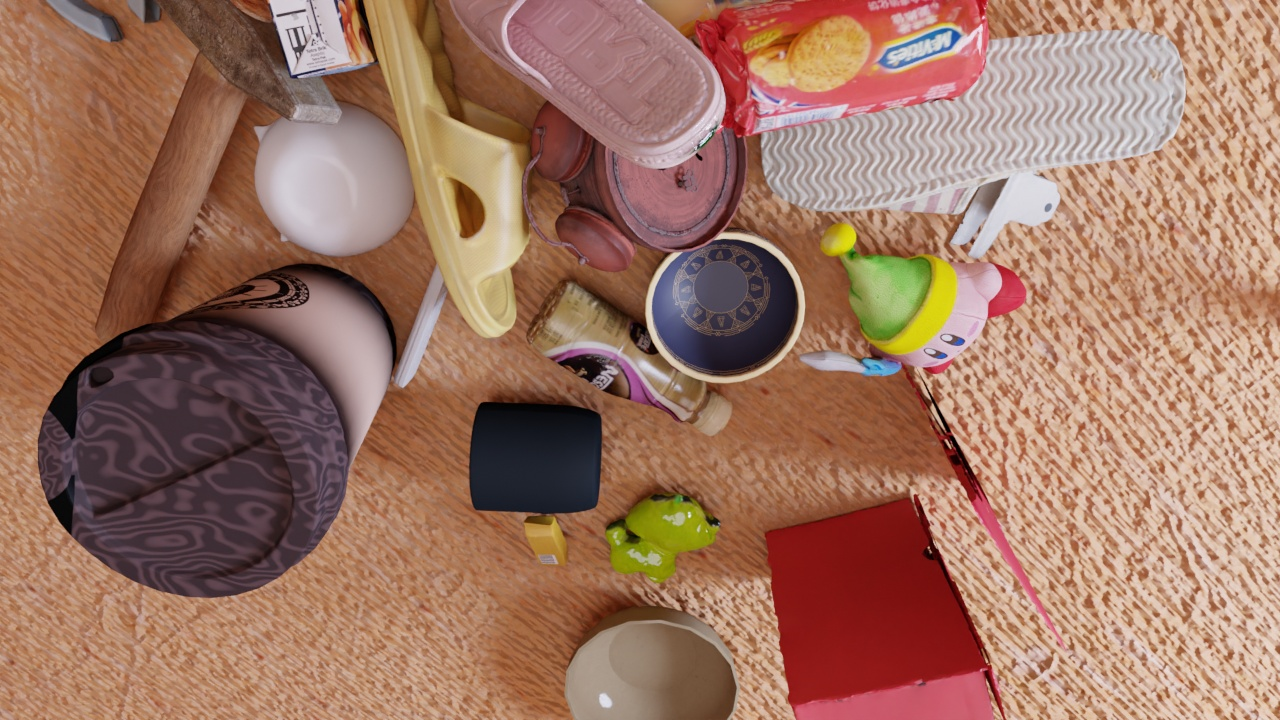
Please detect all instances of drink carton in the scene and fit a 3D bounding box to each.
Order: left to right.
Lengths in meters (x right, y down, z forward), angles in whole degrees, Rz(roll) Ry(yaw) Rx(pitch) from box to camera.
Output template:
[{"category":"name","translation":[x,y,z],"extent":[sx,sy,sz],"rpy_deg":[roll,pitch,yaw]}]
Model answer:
[{"category":"drink carton","translation":[-0.190,-0.215,0.576],"extent":[0.040,0.130,0.064],"rpy_deg":[-10,110,2]}]

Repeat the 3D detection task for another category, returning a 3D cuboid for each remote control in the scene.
[{"category":"remote control","translation":[-0.160,-0.040,0.699],"extent":[0.012,0.033,0.131],"rpy_deg":[25,111,-4]}]

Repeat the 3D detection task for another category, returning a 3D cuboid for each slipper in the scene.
[{"category":"slipper","translation":[-0.112,-0.148,0.620],"extent":[0.078,0.099,0.263],"rpy_deg":[-14,108,6]},{"category":"slipper","translation":[-0.046,-0.206,0.540],"extent":[0.094,0.064,0.239],"rpy_deg":[-42,67,0]},{"category":"slipper","translation":[0.214,-0.157,0.619],"extent":[0.263,0.052,0.115],"rpy_deg":[-6,97,18]}]

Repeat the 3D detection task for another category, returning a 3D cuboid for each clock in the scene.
[{"category":"clock","translation":[-0.007,-0.126,0.603],"extent":[0.157,0.072,0.120],"rpy_deg":[-30,114,-30]}]

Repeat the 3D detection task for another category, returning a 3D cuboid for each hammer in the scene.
[{"category":"hammer","translation":[-0.324,-0.116,0.650],"extent":[0.158,0.037,0.302],"rpy_deg":[46,118,14]}]

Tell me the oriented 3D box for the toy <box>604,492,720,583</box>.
[{"category":"toy","translation":[0.017,0.147,0.772],"extent":[0.094,0.036,0.094],"rpy_deg":[11,118,4]}]

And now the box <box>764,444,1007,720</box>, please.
[{"category":"box","translation":[0.232,0.272,0.725],"extent":[0.198,0.216,0.351],"rpy_deg":[-18,112,10]}]

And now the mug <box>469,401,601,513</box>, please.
[{"category":"mug","translation":[-0.079,0.088,0.732],"extent":[0.094,0.085,0.122],"rpy_deg":[2,141,1]}]

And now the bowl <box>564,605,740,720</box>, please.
[{"category":"bowl","translation":[0.011,0.277,0.817],"extent":[0.152,0.050,0.152],"rpy_deg":[1,113,2]}]

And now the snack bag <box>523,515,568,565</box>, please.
[{"category":"snack bag","translation":[-0.078,0.150,0.763],"extent":[0.026,0.020,0.099],"rpy_deg":[-2,150,4]}]

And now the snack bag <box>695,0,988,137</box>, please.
[{"category":"snack bag","translation":[0.122,-0.185,0.560],"extent":[0.176,0.082,0.082],"rpy_deg":[-10,112,-2]}]

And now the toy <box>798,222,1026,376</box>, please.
[{"category":"toy","translation":[0.182,-0.041,0.648],"extent":[0.131,0.096,0.124],"rpy_deg":[4,145,-37]}]

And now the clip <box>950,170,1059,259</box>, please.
[{"category":"clip","translation":[0.269,-0.117,0.652],"extent":[0.056,0.056,0.102],"rpy_deg":[29,114,16]}]

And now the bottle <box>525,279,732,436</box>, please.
[{"category":"bottle","translation":[-0.004,0.004,0.699],"extent":[0.166,0.059,0.060],"rpy_deg":[32,110,-13]}]

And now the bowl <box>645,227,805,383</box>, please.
[{"category":"bowl","translation":[0.060,-0.047,0.674],"extent":[0.112,0.061,0.112],"rpy_deg":[1,113,2]}]

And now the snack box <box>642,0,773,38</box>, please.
[{"category":"snack box","translation":[0.072,-0.295,0.558],"extent":[0.195,0.080,0.145],"rpy_deg":[-20,111,10]}]

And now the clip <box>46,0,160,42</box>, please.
[{"category":"clip","translation":[-0.399,-0.287,0.607],"extent":[0.112,0.028,0.163],"rpy_deg":[-21,109,9]}]

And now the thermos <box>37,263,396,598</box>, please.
[{"category":"thermos","translation":[-0.260,0.027,0.627],"extent":[0.173,0.225,0.173],"rpy_deg":[1,113,2]}]

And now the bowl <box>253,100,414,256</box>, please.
[{"category":"bowl","translation":[-0.225,-0.125,0.657],"extent":[0.115,0.050,0.115],"rpy_deg":[1,113,2]}]
